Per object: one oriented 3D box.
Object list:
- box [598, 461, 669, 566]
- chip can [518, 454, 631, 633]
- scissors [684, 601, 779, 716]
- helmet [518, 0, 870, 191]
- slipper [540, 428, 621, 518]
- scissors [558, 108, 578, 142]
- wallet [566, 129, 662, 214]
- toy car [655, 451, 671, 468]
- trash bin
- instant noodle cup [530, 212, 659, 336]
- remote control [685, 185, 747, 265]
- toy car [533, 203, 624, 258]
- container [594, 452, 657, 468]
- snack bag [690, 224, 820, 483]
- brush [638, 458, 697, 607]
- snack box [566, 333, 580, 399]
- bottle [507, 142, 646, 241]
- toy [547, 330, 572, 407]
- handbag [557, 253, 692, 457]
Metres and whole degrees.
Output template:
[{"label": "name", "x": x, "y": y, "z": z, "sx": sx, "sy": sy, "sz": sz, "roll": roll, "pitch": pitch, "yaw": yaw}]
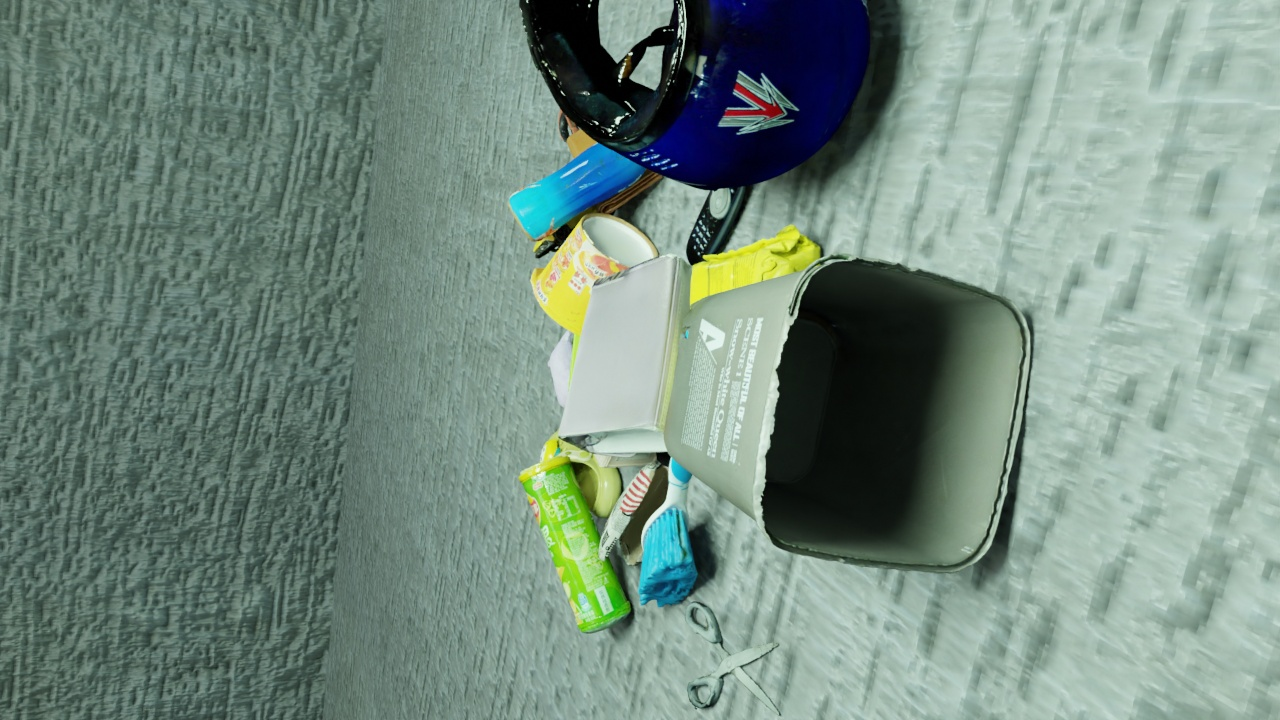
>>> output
[{"label": "box", "x": -0.014, "y": 0.180, "z": 1.091, "sx": 0.164, "sy": 0.081, "sz": 0.074, "roll": 117, "pitch": 150, "yaw": -43}, {"label": "chip can", "x": -0.083, "y": 0.233, "z": 1.163, "sx": 0.073, "sy": 0.072, "sz": 0.221, "roll": -37, "pitch": 73, "yaw": 57}, {"label": "scissors", "x": 0.089, "y": 0.316, "z": 0.948, "sx": 0.181, "sy": 0.014, "sz": 0.160, "roll": 52, "pitch": 133, "yaw": 51}, {"label": "helmet", "x": 0.057, "y": -0.293, "z": 0.806, "sx": 0.315, "sy": 0.239, "sz": 0.248, "roll": 54, "pitch": 136, "yaw": 36}, {"label": "slipper", "x": -0.092, "y": 0.146, "z": 1.248, "sx": 0.190, "sy": 0.081, "sz": 0.092, "roll": 38, "pitch": 119, "yaw": 55}, {"label": "scissors", "x": -0.089, "y": -0.329, "z": 1.358, "sx": 0.221, "sy": 0.015, "sz": 0.190, "roll": 51, "pitch": 132, "yaw": 51}, {"label": "wallet", "x": -0.030, "y": -0.259, "z": 1.161, "sx": 0.108, "sy": 0.031, "sz": 0.131, "roll": -31, "pitch": 59, "yaw": 14}, {"label": "toy car", "x": 0.050, "y": 0.062, "z": 1.026, "sx": 0.056, "sy": 0.037, "sz": 0.122, "roll": 10, "pitch": 84, "yaw": 57}, {"label": "trash bin", "x": 0.132, "y": 0.032, "z": 0.696, "sx": 0.220, "sy": 0.198, "sz": 0.199, "roll": -169, "pitch": 91, "yaw": -68}, {"label": "instant noodle cup", "x": -0.049, "y": -0.108, "z": 1.137, "sx": 0.110, "sy": 0.138, "sz": 0.138, "roll": -57, "pitch": 39, "yaw": 33}, {"label": "remote control", "x": 0.086, "y": -0.158, "z": 0.986, "sx": 0.137, "sy": 0.024, "sz": 0.053, "roll": -64, "pitch": 33, "yaw": 36}, {"label": "toy car", "x": -0.079, "y": -0.185, "z": 1.195, "sx": 0.041, "sy": 0.155, "sz": 0.071, "roll": 54, "pitch": 165, "yaw": -4}, {"label": "container", "x": -0.021, "y": 0.064, "z": 1.107, "sx": 0.090, "sy": 0.089, "sz": 0.110, "roll": -64, "pitch": 37, "yaw": 38}, {"label": "snack bag", "x": 0.103, "y": 0.003, "z": 0.891, "sx": 0.158, "sy": 0.068, "sz": 0.246, "roll": -3, "pitch": 86, "yaw": 63}, {"label": "brush", "x": 0.036, "y": 0.160, "z": 0.949, "sx": 0.315, "sy": 0.060, "sz": 0.109, "roll": 103, "pitch": 167, "yaw": -58}, {"label": "snack box", "x": -0.083, "y": 0.002, "z": 1.255, "sx": 0.086, "sy": 0.026, "sz": 0.156, "roll": 141, "pitch": 135, "yaw": -83}, {"label": "bottle", "x": -0.052, "y": -0.222, "z": 1.097, "sx": 0.065, "sy": 0.219, "sz": 0.065, "roll": 59, "pitch": -175, "yaw": -8}, {"label": "toy", "x": -0.111, "y": 0.022, "z": 1.338, "sx": 0.084, "sy": 0.038, "sz": 0.108, "roll": -55, "pitch": 44, "yaw": 46}, {"label": "handbag", "x": -0.003, "y": 0.000, "z": 1.002, "sx": 0.145, "sy": 0.098, "sz": 0.196, "roll": -6, "pitch": 65, "yaw": 37}]
